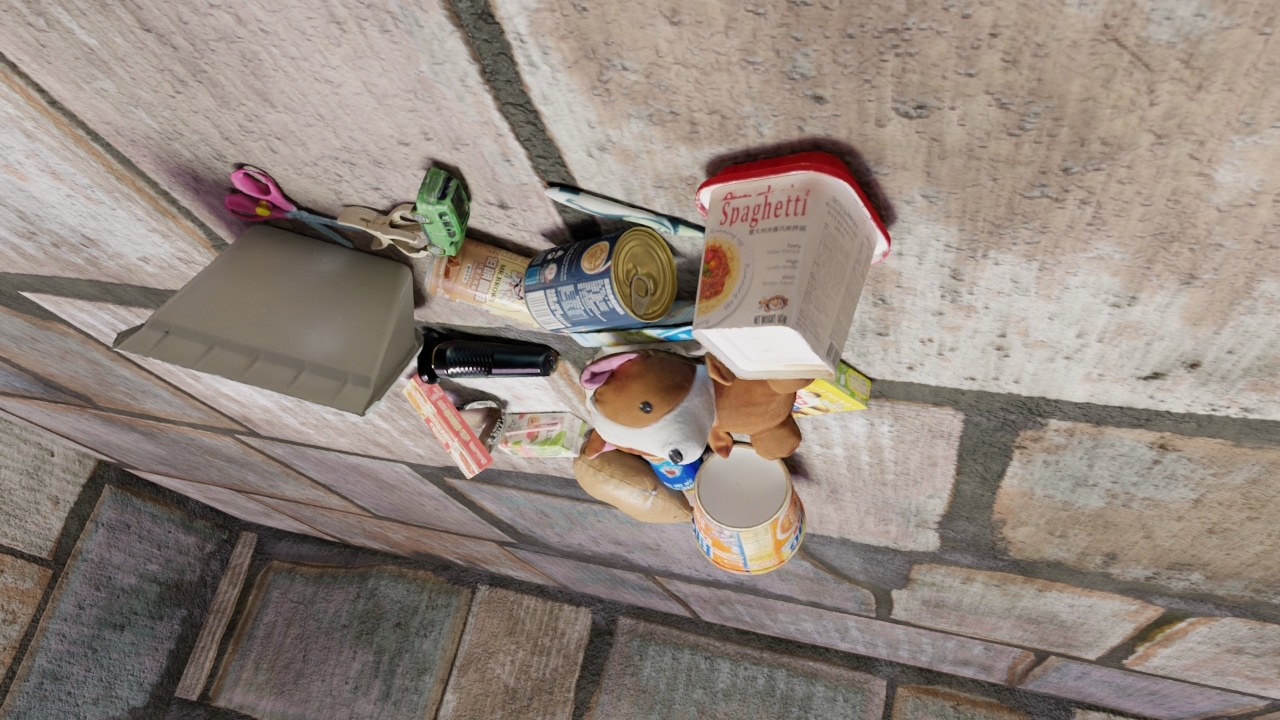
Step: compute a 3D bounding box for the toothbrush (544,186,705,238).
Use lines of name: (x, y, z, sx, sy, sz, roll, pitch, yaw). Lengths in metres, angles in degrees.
toothbrush: (0.017, -0.102, 0.707, 0.191, 0.018, 0.016, 16, 158, -2)

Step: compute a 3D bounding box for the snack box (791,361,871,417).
snack box: (0.147, 0.025, 0.916, 0.087, 0.033, 0.141, 29, 153, -33)

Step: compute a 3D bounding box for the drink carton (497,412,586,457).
drink carton: (-0.136, 0.102, 1.257, 0.123, 0.053, 0.045, -5, 151, 39)

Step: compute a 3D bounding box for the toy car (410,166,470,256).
toy car: (-0.159, -0.118, 0.747, 0.036, 0.043, 0.091, 13, 159, 3)

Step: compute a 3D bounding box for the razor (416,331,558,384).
razor: (-0.174, -0.001, 1.047, 0.168, 0.062, 0.067, 2, -174, 17)

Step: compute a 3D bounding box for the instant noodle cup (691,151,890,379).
instant noodle cup: (0.095, -0.058, 0.620, 0.117, 0.124, 0.116, -2, 152, 37)

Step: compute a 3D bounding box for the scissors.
scissors: (-0.319, -0.140, 0.841, 0.134, 0.017, 0.113, 12, 154, -5)

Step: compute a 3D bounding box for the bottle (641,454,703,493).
bottle: (0.044, 0.125, 1.183, 0.065, 0.065, 0.219, 7, 158, 19)

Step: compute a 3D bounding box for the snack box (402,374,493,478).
snack box: (-0.258, 0.087, 1.228, 0.153, 0.025, 0.075, 54, 151, -2)

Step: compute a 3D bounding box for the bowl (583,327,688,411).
bowl: (-0.005, 0.005, 0.898, 0.114, 0.113, 0.062, -1, 112, 35)

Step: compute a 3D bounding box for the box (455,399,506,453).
box: (-0.227, 0.106, 1.283, 0.076, 0.087, 0.163, -11, 165, -27)

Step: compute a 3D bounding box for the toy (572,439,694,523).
toy: (0.006, 0.184, 1.282, 0.226, 0.082, 0.143, 30, 178, -2)

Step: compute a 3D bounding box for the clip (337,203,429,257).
clip: (-0.220, -0.117, 0.811, 0.100, 0.034, 0.072, 9, 160, 37)

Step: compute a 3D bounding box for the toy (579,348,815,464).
toy: (0.046, 0.041, 0.801, 0.199, 0.130, 0.140, -1, 129, -5)

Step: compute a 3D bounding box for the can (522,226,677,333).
can: (-0.036, -0.064, 0.758, 0.111, 0.075, 0.075, -6, 151, 43)

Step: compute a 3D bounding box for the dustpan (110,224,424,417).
dustpan: (-0.326, -0.022, 0.896, 0.222, 0.257, 0.143, 15, 135, -2)

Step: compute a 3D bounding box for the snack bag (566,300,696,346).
snack bag: (0.033, -0.035, 0.792, 0.191, 0.039, 0.110, -2, -179, 43)

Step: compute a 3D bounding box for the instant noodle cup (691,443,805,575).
instant noodle cup: (0.133, 0.183, 1.170, 0.151, 0.151, 0.111, 8, 149, 17)

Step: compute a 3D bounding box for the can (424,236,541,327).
can: (-0.130, -0.071, 0.822, 0.116, 0.058, 0.059, 18, 158, -8)
